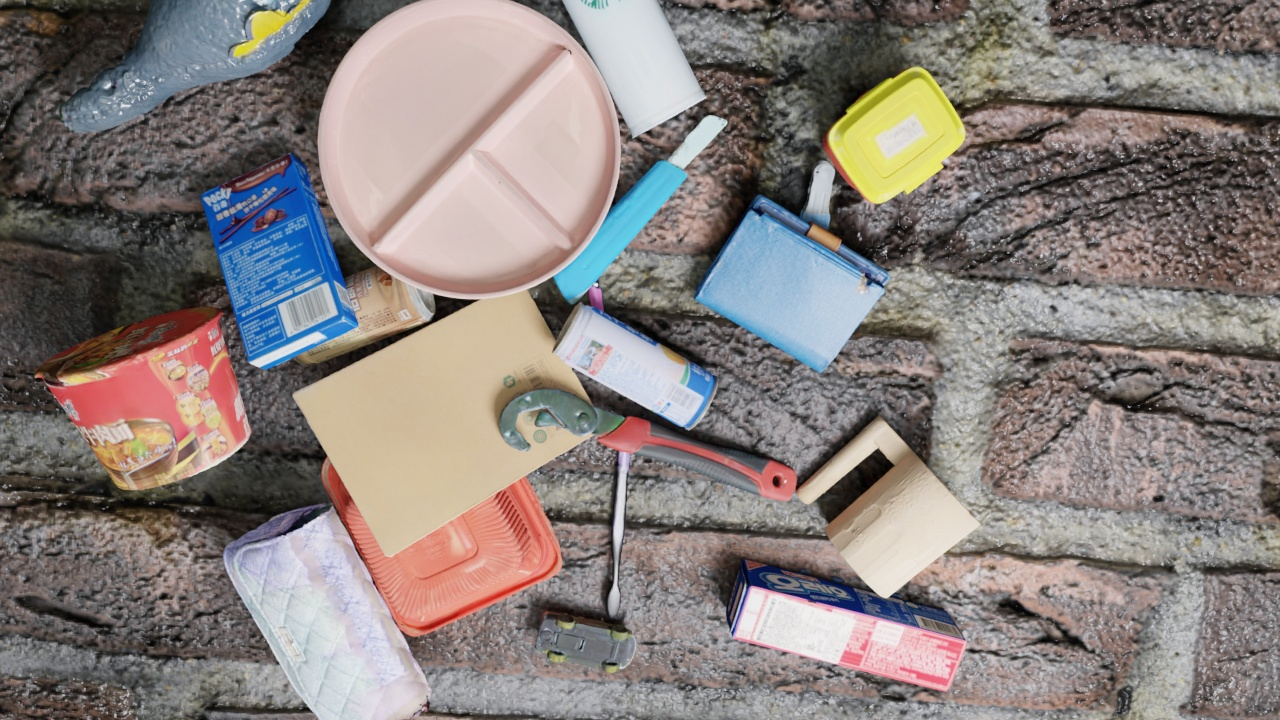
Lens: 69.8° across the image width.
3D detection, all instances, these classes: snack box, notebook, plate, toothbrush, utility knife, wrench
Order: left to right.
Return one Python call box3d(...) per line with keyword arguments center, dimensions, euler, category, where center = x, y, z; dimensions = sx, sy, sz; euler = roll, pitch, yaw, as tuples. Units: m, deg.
box3d(center=(-0.288, -0.080, 0.728), dimensions=(0.084, 0.026, 0.157), euler=(-24, 73, 4), category="snack box")
box3d(center=(-0.149, 0.042, 0.744), dimensions=(0.207, 0.008, 0.148), euler=(-30, 92, -22), category="notebook")
box3d(center=(-0.130, -0.163, 0.712), dimensions=(0.229, 0.028, 0.229), euler=(-1, 97, -4), category="plate")
box3d(center=(-0.048, -0.111, 0.766), dimensions=(0.014, 0.017, 0.189), euler=(-10, 104, -1), category="toothbrush")
box3d(center=(-0.020, 0.143, 0.828), dimensions=(0.014, 0.017, 0.189), euler=(2, 100, -14), category="toothbrush")
box3d(center=(0.000, -0.128, 0.758), dimensions=(0.034, 0.018, 0.199), euler=(43, 92, -20), category="utility knife")
box3d(center=(0.013, 0.074, 0.785), dimensions=(0.273, 0.016, 0.056), euler=(15, 77, -17), category="wrench")
box3d(center=(0.182, 0.237, 0.829), dimensions=(0.207, 0.057, 0.058), euler=(15, 104, -5), category="snack box")
box3d(center=(0.194, -0.175, 0.725), dimensions=(0.091, 0.080, 0.082), euler=(-37, 100, 6), category="snack box")

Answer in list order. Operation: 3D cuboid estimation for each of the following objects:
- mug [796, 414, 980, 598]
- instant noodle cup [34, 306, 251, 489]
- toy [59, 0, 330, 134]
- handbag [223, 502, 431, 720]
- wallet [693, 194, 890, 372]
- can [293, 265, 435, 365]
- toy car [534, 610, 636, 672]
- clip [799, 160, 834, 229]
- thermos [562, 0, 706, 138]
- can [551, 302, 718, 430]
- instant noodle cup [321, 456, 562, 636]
box3d(center=(0.212, 0.128, 0.800), dimensions=(0.103, 0.084, 0.124), euler=(-43, 76, 9), category="mug")
box3d(center=(-0.385, 0.030, 0.738), dimensions=(0.138, 0.137, 0.109), euler=(-14, 111, 2), category="instant noodle cup")
box3d(center=(-0.299, -0.293, 0.684), dimensions=(0.138, 0.091, 0.356), euler=(39, 97, 3), category="toy")
box3d(center=(-0.268, 0.223, 0.781), dimensions=(0.134, 0.075, 0.194), euler=(-18, 104, 37), category="handbag")
box3d(center=(0.126, -0.064, 0.769), dimensions=(0.133, 0.040, 0.106), euler=(29, 111, -8), category="wallet")
box3d(center=(-0.233, -0.041, 0.756), dimensions=(0.116, 0.058, 0.058), euler=(-20, 102, 3), category="can")
box3d(center=(-0.049, 0.254, 0.838), dimensions=(0.090, 0.035, 0.042), euler=(14, 103, -5), category="toy car")
box3d(center=(0.148, -0.138, 0.765), dimensions=(0.025, 0.031, 0.057), euler=(6, 111, -1), category="clip")
box3d(center=(-0.030, -0.286, 0.698), dimensions=(0.073, 0.073, 0.224), euler=(-28, 102, 5), category="thermos")
box3d(center=(-0.005, 0.004, 0.771), dimensions=(0.134, 0.053, 0.053), euler=(29, 100, -11), category="can")
box3d(center=(-0.173, 0.139, 0.788), dimensions=(0.164, 0.079, 0.189), euler=(-26, 97, 0), category="instant noodle cup")
